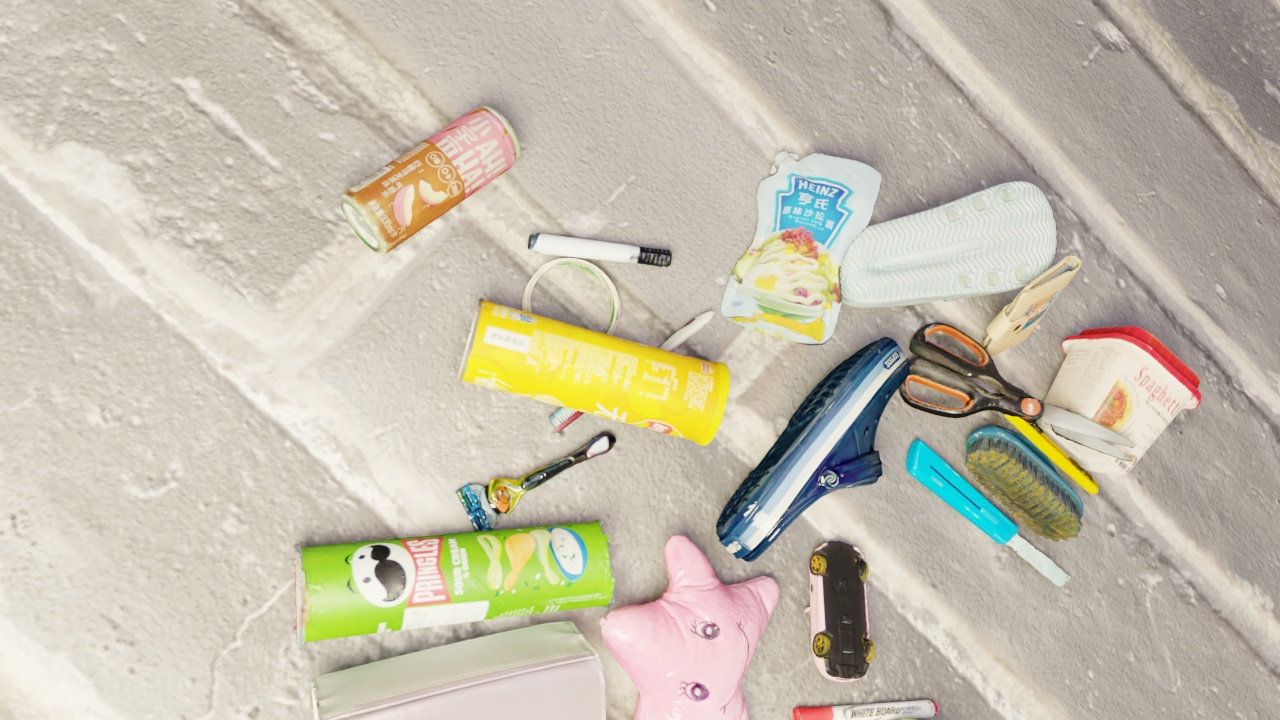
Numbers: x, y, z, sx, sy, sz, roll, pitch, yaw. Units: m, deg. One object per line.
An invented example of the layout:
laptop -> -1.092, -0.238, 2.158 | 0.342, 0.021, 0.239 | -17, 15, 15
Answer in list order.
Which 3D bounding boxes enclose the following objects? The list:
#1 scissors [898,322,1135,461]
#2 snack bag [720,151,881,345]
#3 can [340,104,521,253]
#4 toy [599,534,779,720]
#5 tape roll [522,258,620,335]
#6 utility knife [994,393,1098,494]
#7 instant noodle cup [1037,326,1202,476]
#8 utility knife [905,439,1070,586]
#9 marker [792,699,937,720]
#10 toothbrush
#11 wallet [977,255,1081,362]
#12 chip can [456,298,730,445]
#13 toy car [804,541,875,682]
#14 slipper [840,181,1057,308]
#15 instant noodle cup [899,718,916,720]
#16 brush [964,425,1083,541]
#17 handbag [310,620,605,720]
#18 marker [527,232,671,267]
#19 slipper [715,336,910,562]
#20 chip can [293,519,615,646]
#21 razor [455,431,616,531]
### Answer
scissors -> 0.368, 0.027, 0.890 | 0.235, 0.022, 0.152 | 4, 66, 4
snack bag -> 0.153, -0.112, 0.866 | 0.110, 0.039, 0.190 | 15, 74, 18
can -> -0.170, -0.149, 0.752 | 0.147, 0.058, 0.058 | -40, 95, -22
toy -> 0.033, 0.244, 0.740 | 0.178, 0.075, 0.194 | 27, 69, -28
tape roll -> -0.060, -0.046, 0.797 | 0.085, 0.014, 0.085 | 4, 79, -20
utility knife -> 0.409, 0.084, 0.920 | 0.156, 0.015, 0.033 | 40, 26, -9
instant noodle cup -> 0.475, 0.044, 0.934 | 0.116, 0.117, 0.124 | 39, 81, -10
utility knife -> 0.347, 0.157, 0.909 | 0.225, 0.018, 0.034 | 38, 69, -11
marker -> 0.204, 0.316, 0.825 | 0.145, 0.017, 0.017 | 4, 78, -19
toothbrush -> -0.005, 0.005, 0.808 | 0.187, 0.016, 0.017 | -36, 84, -22
wallet -> 0.380, -0.048, 0.912 | 0.087, 0.115, 0.024 | -30, 65, -23
chip can -> -0.037, 0.011, 0.749 | 0.213, 0.072, 0.072 | 15, 75, -10
toy car -> 0.177, 0.224, 0.823 | 0.056, 0.037, 0.122 | 13, 63, -21
slipper -> 0.298, -0.104, 0.914 | 0.245, 0.074, 0.104 | -13, 85, -6
instant noodle cup -> 0.251, 0.391, 0.786 | 0.123, 0.112, 0.111 | 45, 68, -16
brush -> 0.382, 0.114, 0.912 | 0.144, 0.055, 0.073 | 39, 46, -9
handbag -> -0.127, 0.282, 0.664 | 0.196, 0.098, 0.145 | -6, 98, -22
marker -> -0.035, -0.096, 0.814 | 0.130, 0.023, 0.018 | 5, 67, -17
slipper -> 0.170, 0.083, 0.808 | 0.095, 0.105, 0.252 | 44, 71, 0
chip can -> -0.138, 0.166, 0.697 | 0.235, 0.072, 0.072 | -1, 80, -21
razor -> -0.079, 0.094, 0.759 | 0.142, 0.022, 0.042 | -26, 91, -23
